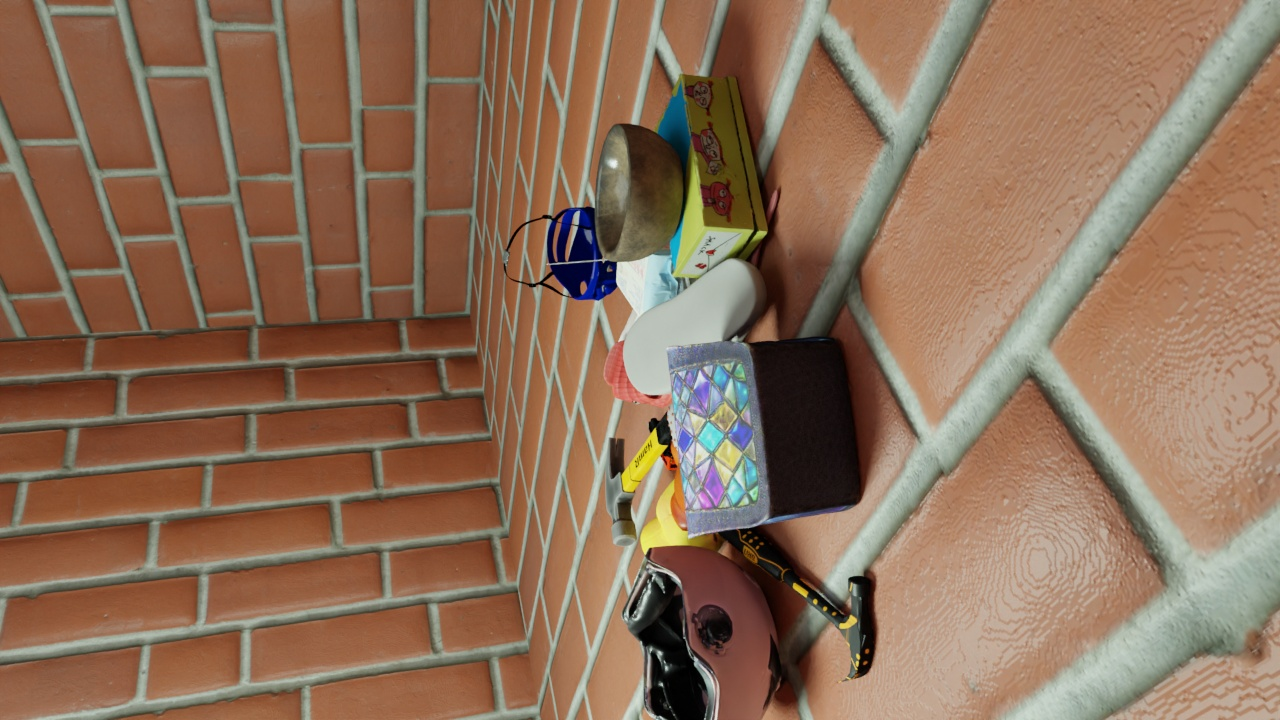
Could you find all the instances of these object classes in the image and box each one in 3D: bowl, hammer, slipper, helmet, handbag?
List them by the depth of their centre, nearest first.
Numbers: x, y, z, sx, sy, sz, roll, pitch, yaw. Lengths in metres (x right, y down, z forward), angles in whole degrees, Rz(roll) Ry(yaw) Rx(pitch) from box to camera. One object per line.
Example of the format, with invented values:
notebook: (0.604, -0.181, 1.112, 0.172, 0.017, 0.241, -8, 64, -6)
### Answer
handbag: (0.108, 0.077, 0.956, 0.222, 0.125, 0.204, -17, 79, 61)
hammer: (0.163, 0.242, 1.023, 0.321, 0.036, 0.123, -150, 57, -67)
bowl: (-0.001, -0.198, 1.094, 0.162, 0.070, 0.162, -179, 91, -73)
helmet: (0.082, 0.346, 1.106, 0.255, 0.152, 0.231, -113, 28, -43)
slipper: (0.079, -0.038, 1.120, 0.267, 0.080, 0.113, -39, 62, 49)
slipper: (-0.008, 0.008, 1.296, 0.249, 0.059, 0.103, 4, 79, 65)
hammer: (0.018, 0.119, 1.298, 0.326, 0.034, 0.169, 123, 147, -46)
helmet: (-0.129, -0.187, 1.546, 0.241, 0.227, 0.148, -120, 40, -53)

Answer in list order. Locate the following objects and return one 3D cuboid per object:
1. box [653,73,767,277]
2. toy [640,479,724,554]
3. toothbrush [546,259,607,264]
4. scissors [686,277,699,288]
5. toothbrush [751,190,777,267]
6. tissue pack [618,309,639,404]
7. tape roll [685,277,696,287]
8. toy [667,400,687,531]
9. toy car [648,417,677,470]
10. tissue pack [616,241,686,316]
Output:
box: (0.078, -0.219, 1.096, 0.125, 0.082, 0.220, 122, 146, -59)
toy: (0.057, 0.225, 1.277, 0.194, 0.087, 0.134, 116, 150, -60)
toothbrush: (-0.049, -0.146, 1.368, 0.010, 0.181, 0.010, -135, 41, -75)
scissors: (0.084, -0.140, 1.216, 0.229, 0.016, 0.133, 111, 151, -52)
toothbrush: (0.132, -0.120, 1.065, 0.015, 0.015, 0.185, -110, 24, -43)
tissue pack: (0.015, -0.022, 1.411, 0.104, 0.071, 0.182, 61, 156, 23)
tape roll: (0.088, -0.105, 1.174, 0.093, 0.013, 0.093, 33, 130, 50)
toy: (0.089, 0.114, 1.102, 0.164, 0.092, 0.172, -21, 64, 46)
toy car: (0.047, 0.121, 1.337, 0.100, 0.051, 0.049, -123, 35, -57)
tissue pack: (0.020, -0.125, 1.284, 0.181, 0.070, 0.112, -123, 34, -57)
